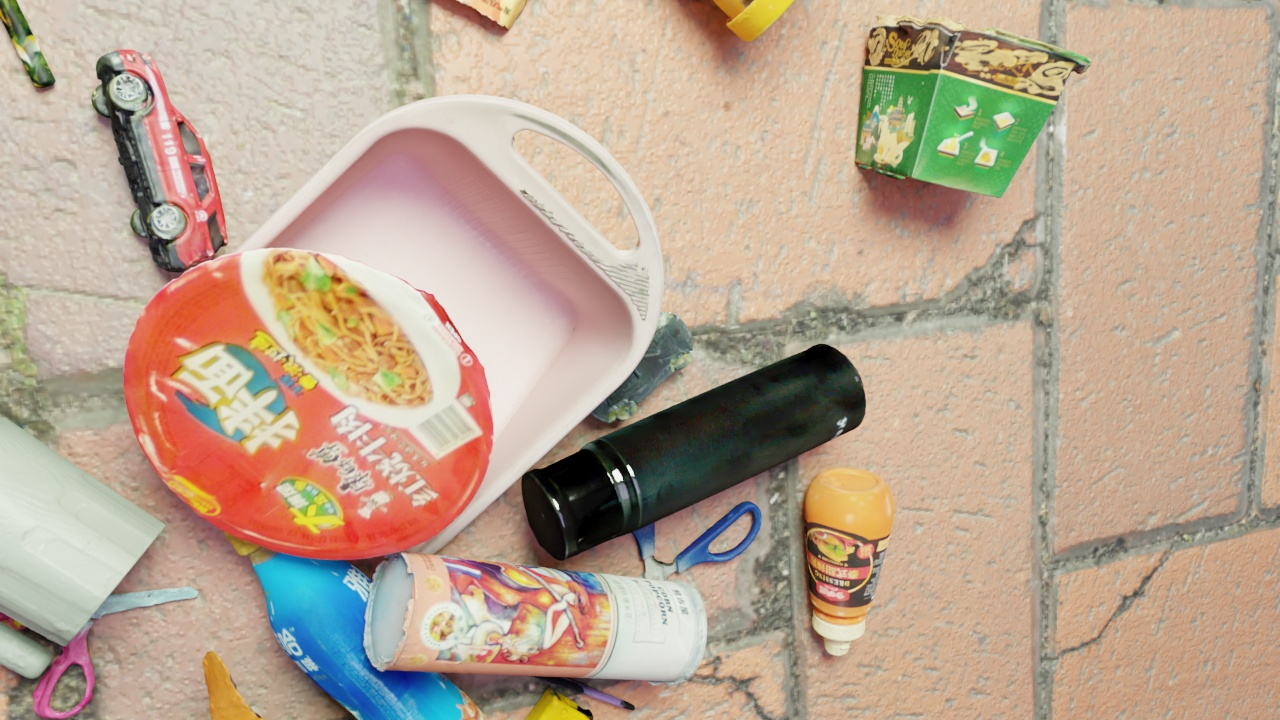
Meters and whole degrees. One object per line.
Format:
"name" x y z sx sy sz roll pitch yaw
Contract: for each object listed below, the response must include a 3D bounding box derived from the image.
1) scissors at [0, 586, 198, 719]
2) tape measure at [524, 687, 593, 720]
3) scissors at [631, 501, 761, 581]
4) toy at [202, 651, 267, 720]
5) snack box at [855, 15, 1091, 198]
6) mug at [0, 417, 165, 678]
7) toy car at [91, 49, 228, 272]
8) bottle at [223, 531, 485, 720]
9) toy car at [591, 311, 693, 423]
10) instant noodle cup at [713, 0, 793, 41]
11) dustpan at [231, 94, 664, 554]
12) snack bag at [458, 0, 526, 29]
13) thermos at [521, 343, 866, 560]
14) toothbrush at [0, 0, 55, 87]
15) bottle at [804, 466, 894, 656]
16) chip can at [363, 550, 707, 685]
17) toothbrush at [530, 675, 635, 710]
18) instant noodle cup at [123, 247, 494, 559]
"scissors" -0.337 0.155 0.548 0.133 0.017 0.134 -2 96 -23
"tape measure" -0.061 0.275 0.660 0.057 0.029 0.060 39 85 -22
"scissors" 0.015 0.146 0.676 0.175 0.012 0.162 -27 108 -13
"toy" -0.229 0.279 0.551 0.247 0.089 0.227 -13 107 10
"snack box" 0.220 -0.177 0.651 0.117 0.118 0.106 7 109 -20
"mug" -0.343 0.108 0.502 0.103 0.083 0.124 39 101 -16
"toy car" -0.266 -0.110 0.510 0.045 0.053 0.120 -25 114 -37
"bottle" -0.182 0.181 0.582 0.065 0.065 0.219 -37 108 -11
"toy car" -0.004 0.004 0.633 0.090 0.034 0.043 -42 107 -11
"instant noodle cup" 0.061 -0.282 0.569 0.114 0.118 0.118 35 86 -14
"dustpan" -0.126 -0.016 0.529 0.222 0.139 0.273 40 84 -22
"snack bag" -0.091 -0.320 0.539 0.128 0.073 0.208 21 98 -22
"thermos" 0.036 0.062 0.627 0.242 0.090 0.068 -20 74 -25
"toothbrush" -0.353 -0.234 0.475 0.012 0.017 0.186 -24 106 -18
"bottle" 0.156 0.159 0.706 0.066 0.067 0.149 -5 107 -19
"chip can" -0.062 0.167 0.587 0.214 0.071 0.071 15 93 -33
"toothbrush" -0.082 0.220 0.652 0.189 0.014 0.017 29 96 -22
"instant noodle cup" -0.172 0.018 0.506 0.194 0.065 0.194 1 119 1
